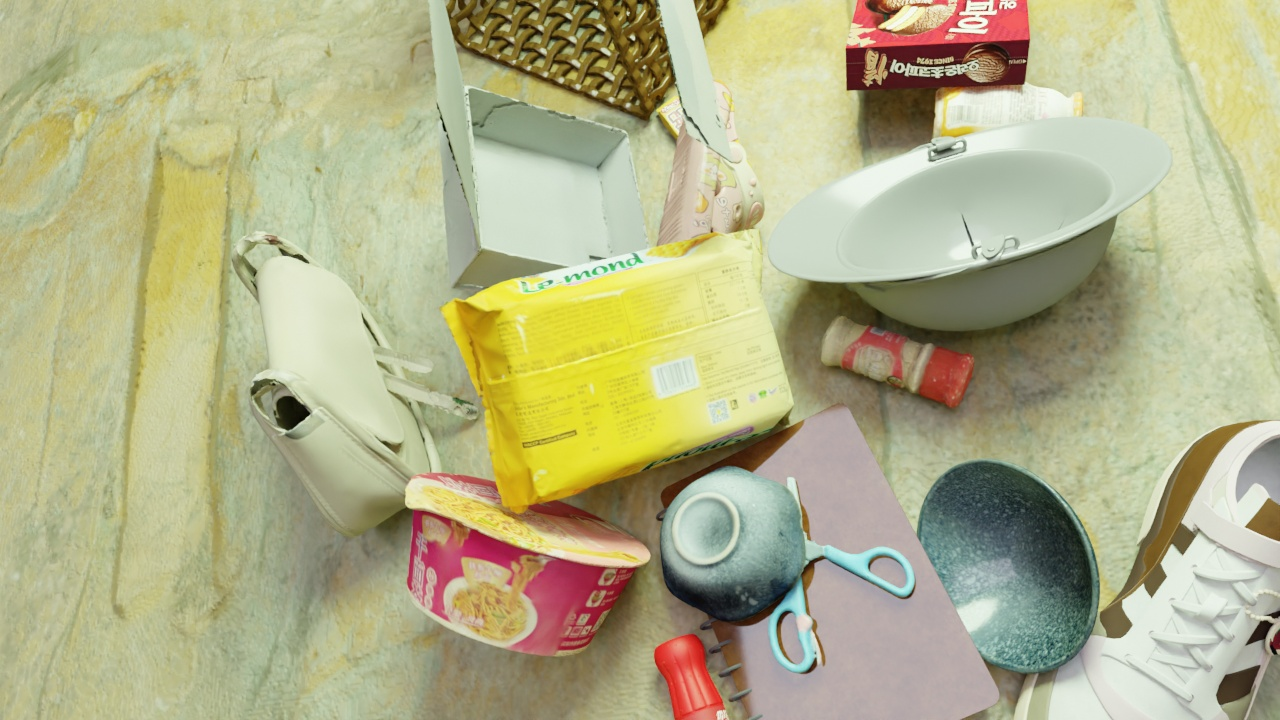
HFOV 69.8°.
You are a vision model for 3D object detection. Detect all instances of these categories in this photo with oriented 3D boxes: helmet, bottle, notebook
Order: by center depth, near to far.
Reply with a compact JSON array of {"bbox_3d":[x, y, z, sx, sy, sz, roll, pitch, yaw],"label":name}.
[{"bbox_3d":[0.044,0.252,0.634,0.036,0.036,0.119,-24,64,6],"label":"bottle"},{"bbox_3d":[0.120,0.163,0.649,0.167,0.024,0.225,-28,63,9],"label":"notebook"},{"bbox_3d":[0.239,-0.075,0.673,0.271,0.118,0.183,-15,34,16],"label":"helmet"},{"bbox_3d":[0.192,0.000,0.691,0.109,0.044,0.044,20,75,23],"label":"bottle"},{"bbox_3d":[0.290,-0.194,0.730,0.109,0.063,0.063,4,70,18],"label":"bottle"}]

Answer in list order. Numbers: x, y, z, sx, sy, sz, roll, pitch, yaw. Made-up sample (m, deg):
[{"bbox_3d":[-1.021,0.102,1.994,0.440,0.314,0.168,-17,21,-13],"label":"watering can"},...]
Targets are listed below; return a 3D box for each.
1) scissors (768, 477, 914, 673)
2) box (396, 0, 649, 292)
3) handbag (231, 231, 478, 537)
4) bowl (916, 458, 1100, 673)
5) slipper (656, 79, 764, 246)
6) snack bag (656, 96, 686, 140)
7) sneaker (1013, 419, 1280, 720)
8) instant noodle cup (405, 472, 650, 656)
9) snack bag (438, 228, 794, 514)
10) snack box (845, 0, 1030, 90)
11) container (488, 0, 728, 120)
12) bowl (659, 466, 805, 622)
[{"bbox_3d":[0.128,0.143,0.633,0.130,0.015,0.135,-10,69,17],"label":"scissors"},{"bbox_3d":[-0.088,-0.169,0.677,0.165,0.330,0.167,-11,66,2],"label":"box"},{"bbox_3d":[-0.238,0.005,0.751,0.132,0.184,0.229,-32,46,-1],"label":"handbag"},{"bbox_3d":[0.252,0.128,0.601,0.057,0.137,0.137,-6,59,-30],"label":"bowl"},{"bbox_3d":[0.065,-0.134,0.760,0.081,0.093,0.197,10,82,-11],"label":"slipper"},{"bbox_3d":[0.047,-0.204,0.831,0.026,0.020,0.099,-32,63,0],"label":"snack bag"},{"bbox_3d":[0.328,0.157,0.543,0.112,0.116,0.293,35,81,26],"label":"sneaker"},{"bbox_3d":[-0.089,0.146,0.653,0.179,0.178,0.077,19,91,23],"label":"instant noodle cup"},{"bbox_3d":[-0.004,0.004,0.650,0.246,0.068,0.159,-16,97,-21],"label":"snack bag"},{"bbox_3d":[0.245,-0.276,0.756,0.133,0.036,0.151,3,43,18],"label":"snack box"},{"bbox_3d":[-0.060,-0.403,0.832,0.252,0.219,0.214,28,78,24],"label":"container"},{"bbox_3d":[0.055,0.122,0.637,0.110,0.055,0.110,-11,64,23],"label":"bowl"}]
